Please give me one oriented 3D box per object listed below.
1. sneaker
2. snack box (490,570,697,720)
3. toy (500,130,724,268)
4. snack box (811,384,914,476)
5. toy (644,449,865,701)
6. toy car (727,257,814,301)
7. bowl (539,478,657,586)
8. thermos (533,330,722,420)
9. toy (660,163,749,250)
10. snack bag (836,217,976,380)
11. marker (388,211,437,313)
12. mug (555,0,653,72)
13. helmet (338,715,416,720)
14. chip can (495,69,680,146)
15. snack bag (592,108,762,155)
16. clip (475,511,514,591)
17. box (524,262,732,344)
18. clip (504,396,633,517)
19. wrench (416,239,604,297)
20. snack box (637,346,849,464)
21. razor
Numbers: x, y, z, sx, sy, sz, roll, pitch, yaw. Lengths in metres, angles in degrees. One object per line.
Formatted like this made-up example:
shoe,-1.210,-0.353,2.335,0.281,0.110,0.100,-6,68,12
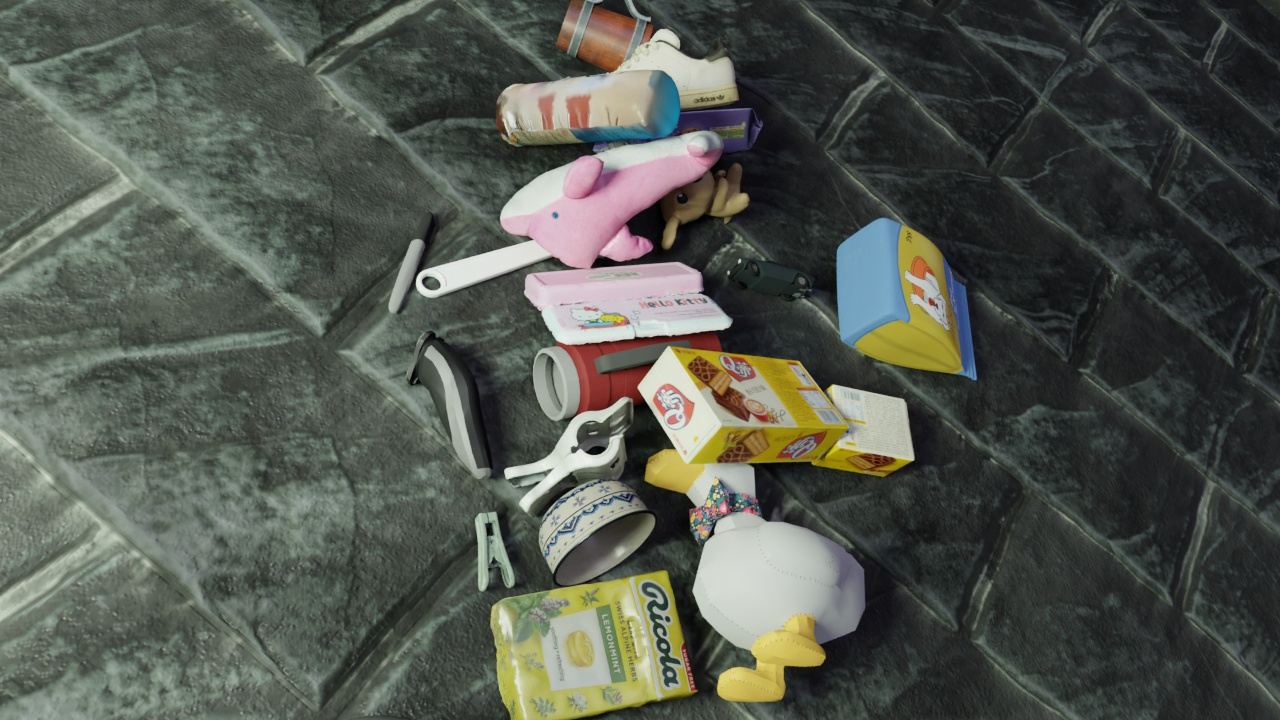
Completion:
sneaker,0.007,-0.363,1.159,0.241,0.089,0.102,-6,107,-11
snack box,-0.045,0.271,0.864,0.180,0.045,0.121,-2,64,-25
toy,-0.023,-0.176,1.035,0.266,0.186,0.128,-22,98,4
snack box,0.261,0.085,1.092,0.105,0.061,0.083,11,59,-19
toy,0.122,0.201,0.929,0.246,0.141,0.267,17,41,-17
toy car,0.166,-0.105,1.162,0.112,0.046,0.034,12,61,-20
bowl,-0.048,0.159,0.886,0.115,0.116,0.059,-19,58,-31
thermos,-0.006,0.006,0.986,0.198,0.108,0.084,-11,80,-31
toy,0.075,-0.204,1.148,0.108,0.106,0.134,-2,60,-13
snack bag,0.364,-0.072,1.208,0.205,0.103,0.158,21,56,-26
marker,-0.246,-0.107,0.996,0.022,0.016,0.138,34,52,-33
mug,-0.043,-0.445,1.218,0.111,0.081,0.117,19,93,-10
helmet,-0.187,0.358,0.681,0.265,0.165,0.169,29,43,5
chip can,-0.066,-0.287,1.049,0.079,0.230,0.080,-11,104,-49
snack bag,0.048,-0.285,1.176,0.205,0.096,0.058,-13,104,-29
clip,-0.142,0.183,0.882,0.035,0.023,0.074,-3,63,-24
box,-0.016,-0.069,1.010,0.201,0.045,0.154,-7,24,-21
clip,-0.057,0.106,0.909,0.151,0.126,0.091,-41,75,-11
wrench,-0.131,-0.123,1.055,0.272,0.018,0.066,-22,74,-31
snack box,0.114,0.050,0.985,0.229,0.062,0.110,5,42,-45
razor,-0.184,0.047,0.921,0.060,0.057,0.156,-33,78,-2
